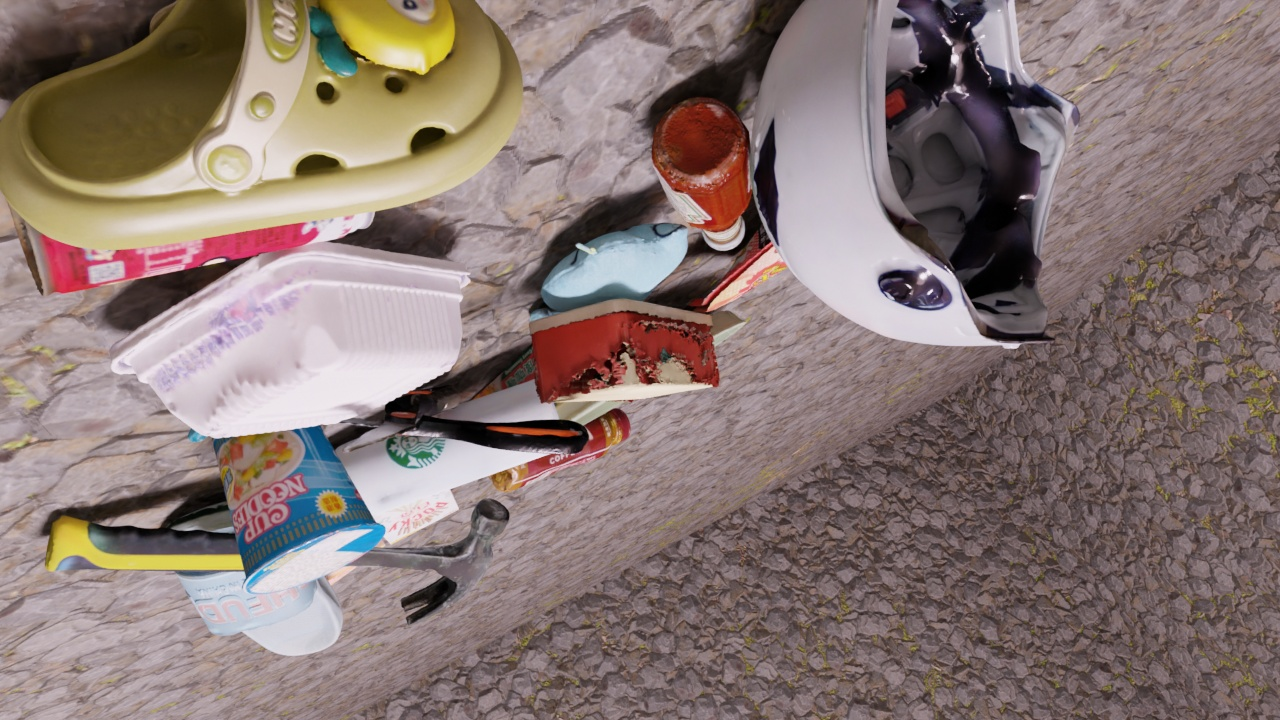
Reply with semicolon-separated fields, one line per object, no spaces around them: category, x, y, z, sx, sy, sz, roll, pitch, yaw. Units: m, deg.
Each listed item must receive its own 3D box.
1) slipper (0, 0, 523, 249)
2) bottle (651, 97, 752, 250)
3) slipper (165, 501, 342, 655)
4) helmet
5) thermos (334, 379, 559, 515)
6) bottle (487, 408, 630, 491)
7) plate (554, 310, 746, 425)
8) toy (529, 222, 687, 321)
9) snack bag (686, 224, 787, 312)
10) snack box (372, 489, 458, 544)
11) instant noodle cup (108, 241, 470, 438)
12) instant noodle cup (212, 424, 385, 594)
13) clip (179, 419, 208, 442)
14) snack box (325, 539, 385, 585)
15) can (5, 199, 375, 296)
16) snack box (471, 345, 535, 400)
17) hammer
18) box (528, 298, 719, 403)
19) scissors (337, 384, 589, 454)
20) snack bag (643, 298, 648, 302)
slipper;-0.131;-0.099;0.327;0.190;0.091;0.082;-21;159;-20
bottle;0.051;-0.118;0.640;0.060;0.059;0.206;-32;169;4
slipper;-0.324;0.201;0.784;0.104;0.074;0.246;-14;139;-5
helmet;0.152;-0.122;0.566;0.258;0.228;0.146;28;156;-38
thermos;-0.177;0.078;0.758;0.224;0.073;0.073;-19;162;-10
bottle;-0.087;0.093;1.012;0.174;0.057;0.058;-16;158;-40
plate;0.001;0.012;0.917;0.230;0.027;0.230;-31;175;-3
toy;-0.026;-0.060;0.687;0.162;0.050;0.156;-24;171;20
snack bag;0.131;-0.117;0.758;0.208;0.073;0.128;-41;-177;34
snack box;-0.241;0.149;0.964;0.084;0.027;0.157;-27;162;-14
instant noodle cup;-0.177;-0.005;0.509;0.138;0.060;0.173;-26;171;18
instant noodle cup;-0.246;0.092;0.641;0.099;0.110;0.099;-27;163;-9
clip;-0.268;0.028;0.575;0.057;0.046;0.014;-37;162;17
snack box;-0.331;0.219;0.935;0.084;0.026;0.158;-25;172;-47
can;-0.183;-0.067;0.384;0.132;0.053;0.053;-19;160;-35
snack box;-0.101;0.024;0.840;0.156;0.027;0.076;-40;160;27
hammer;-0.267;0.152;0.707;0.322;0.032;0.126;10;119;-34
box;-0.005;0.004;0.711;0.091;0.077;0.168;-12;173;27
scissors;-0.152;0.039;0.641;0.230;0.022;0.221;6;-175;-14
snack bag;0.008;-0.036;0.855;0.048;0.026;0.104;-40;162;14
